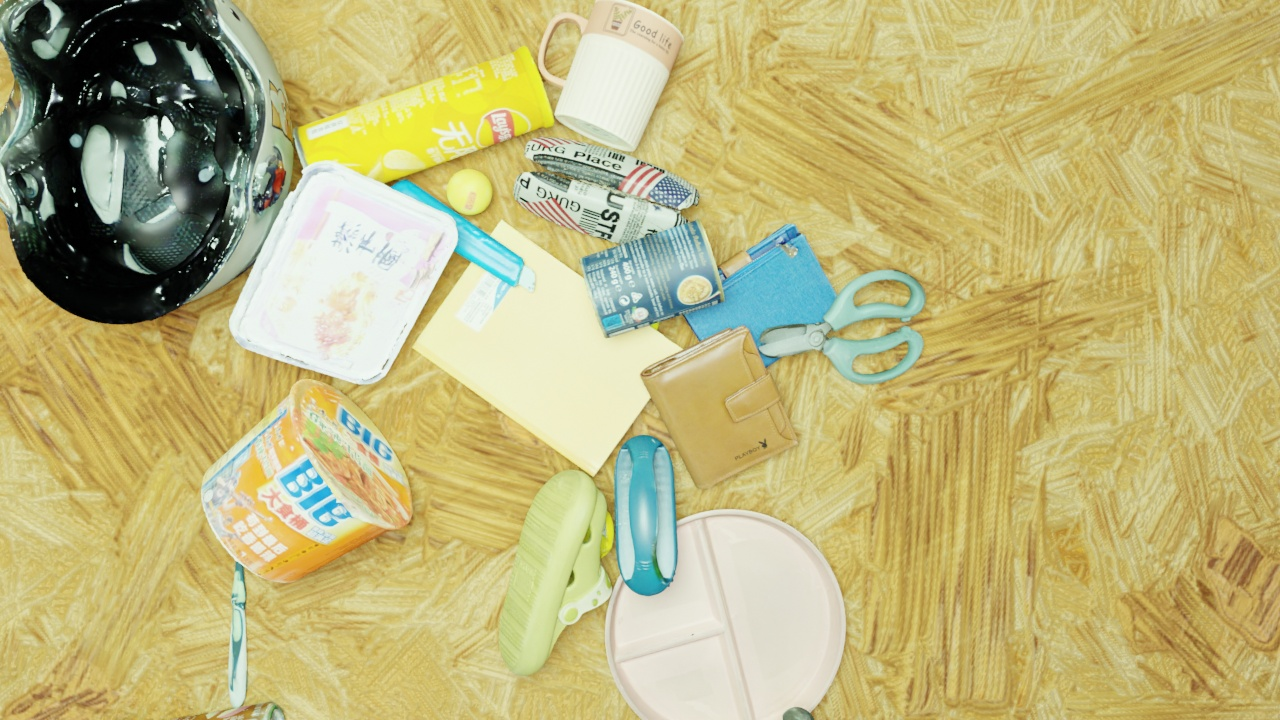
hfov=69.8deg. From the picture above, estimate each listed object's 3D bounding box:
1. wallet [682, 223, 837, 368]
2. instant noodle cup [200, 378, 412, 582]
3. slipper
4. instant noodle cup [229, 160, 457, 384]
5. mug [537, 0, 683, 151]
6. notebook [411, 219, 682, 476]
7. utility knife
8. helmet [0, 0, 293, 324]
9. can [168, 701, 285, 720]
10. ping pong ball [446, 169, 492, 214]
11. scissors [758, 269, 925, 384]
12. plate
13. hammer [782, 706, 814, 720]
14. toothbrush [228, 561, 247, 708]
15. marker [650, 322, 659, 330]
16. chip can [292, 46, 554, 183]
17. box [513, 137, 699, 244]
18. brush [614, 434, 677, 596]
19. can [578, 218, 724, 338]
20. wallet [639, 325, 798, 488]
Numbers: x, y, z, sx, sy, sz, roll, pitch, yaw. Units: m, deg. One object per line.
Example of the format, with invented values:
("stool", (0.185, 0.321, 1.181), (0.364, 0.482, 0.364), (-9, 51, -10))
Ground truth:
("wallet", (0.111, -0.050, 0.851), (0.133, 0.040, 0.106), (-34, 104, -3))
("instant noodle cup", (-0.283, 0.108, 0.773), (0.111, 0.151, 0.151), (-35, 96, 5))
("slipper", (-0.070, 0.193, 0.833), (0.081, 0.092, 0.190), (17, 92, -31))
("instant noodle cup", (-0.252, -0.077, 0.776), (0.138, 0.060, 0.174), (22, 106, -33))
("mug", (-0.034, -0.254, 0.804), (0.114, 0.081, 0.106), (22, 92, -3))
("notebook", (-0.084, -0.011, 0.838), (0.206, 0.010, 0.146), (35, 90, -1))
("utility knife", (-0.160, -0.111, 0.824), (0.159, 0.018, 0.034), (33, 87, 0))
("helmet", (-0.377, -0.170, 0.737), (0.230, 0.156, 0.274), (-1, 96, 10))
("can", (-0.396, 0.345, 0.815), (0.147, 0.058, 0.058), (-9, 94, -5))
("ping pong ball", (-0.152, -0.150, 0.818), (0.040, 0.040, 0.040), (0, 93, -6))
("scissors", (0.190, -0.007, 0.857), (0.185, 0.019, 0.130), (-25, 113, -6))
("plate", (0.080, 0.253, 0.870), (0.229, 0.028, 0.229), (0, 92, -5))
("hammer", (0.000, 0.385, 0.851), (0.323, 0.031, 0.126), (-6, 123, 1))
("toothbrush", (-0.365, 0.223, 0.831), (0.016, 0.018, 0.191), (2, 93, -6))
("marker", (-0.005, 0.005, 0.854), (0.018, 0.015, 0.124), (18, 91, -2))
("chip can", (-0.186, -0.204, 0.796), (0.213, 0.072, 0.072), (-21, 95, -4))
("box", (-0.027, -0.160, 0.825), (0.163, 0.076, 0.087), (17, 70, -3))
("brush", (0.004, 0.136, 0.816), (0.055, 0.073, 0.143), (-3, 74, 4))
("can", (0.009, -0.070, 0.794), (0.111, 0.075, 0.075), (-18, 95, 2))
("wallet", (0.074, 0.043, 0.837), (0.108, 0.031, 0.132), (-25, 113, 2))
